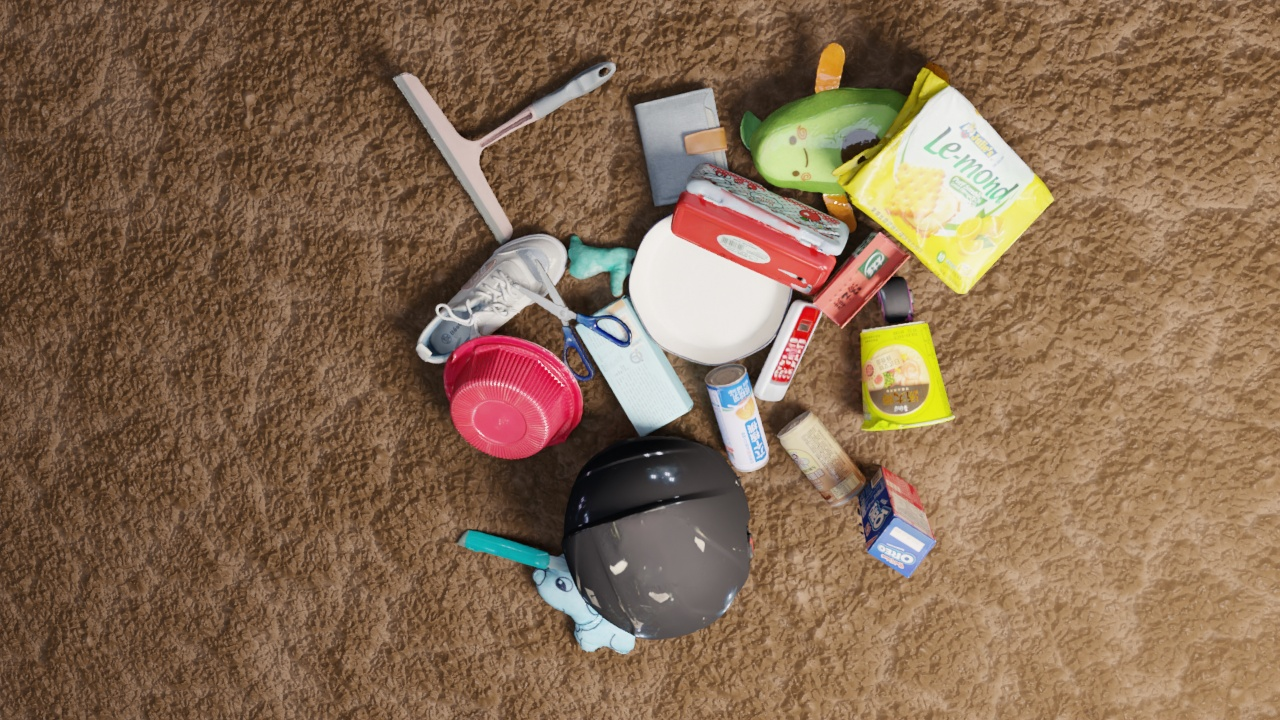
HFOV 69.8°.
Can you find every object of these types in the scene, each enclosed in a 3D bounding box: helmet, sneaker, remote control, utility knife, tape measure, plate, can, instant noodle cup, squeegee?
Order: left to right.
[{"bbox_3d":[-0.202,-0.081,1.205,0.242,0.090,0.089,-39,91,13],"label":"sneaker"},{"bbox_3d":[-0.174,0.061,1.196,0.194,0.065,0.194,6,128,8],"label":"instant noodle cup"},{"bbox_3d":[-0.175,0.267,1.277,0.187,0.013,0.029,10,84,24],"label":"utility knife"},{"bbox_3d":[-0.141,-0.316,1.182,0.250,0.040,0.248,-28,109,9],"label":"squeegee"},{"bbox_3d":[0.020,0.232,1.146,0.234,0.229,0.275,-19,101,15],"label":"helmet"},{"bbox_3d":[0.090,-0.098,1.169,0.205,0.045,0.205,2,98,11],"label":"plate"},{"bbox_3d":[0.124,0.074,1.166,0.053,0.053,0.135,-13,116,12],"label":"can"},{"bbox_3d":[0.187,-0.011,1.160,0.020,0.055,0.136,32,105,38],"label":"remote control"},{"bbox_3d":[0.231,0.125,1.170,0.059,0.058,0.116,-38,90,14],"label":"can"},{"bbox_3d":[0.313,-0.074,1.123,0.039,0.057,0.057,-12,94,12],"label":"tape measure"},{"bbox_3d":[0.316,0.017,1.118,0.112,0.111,0.123,-9,89,12],"label":"instant noodle cup"}]

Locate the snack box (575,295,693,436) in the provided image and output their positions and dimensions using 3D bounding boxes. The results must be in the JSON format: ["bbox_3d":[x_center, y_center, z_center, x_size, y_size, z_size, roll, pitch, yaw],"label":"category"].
[{"bbox_3d":[-0.007,0.007,1.201,0.074,0.051,0.175,-30,91,16],"label":"snack box"}]

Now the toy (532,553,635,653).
[{"bbox_3d":[-0.071,0.329,1.267,0.161,0.049,0.156,2,99,8],"label":"toy"}]

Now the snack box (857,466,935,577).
[{"bbox_3d":[0.300,0.186,1.090,0.058,0.207,0.057,34,103,4],"label":"snack box"}]

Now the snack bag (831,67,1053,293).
[{"bbox_3d":[0.344,-0.196,1.047,0.246,0.068,0.158,33,105,-29],"label":"snack bag"}]

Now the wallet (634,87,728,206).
[{"bbox_3d":[0.056,-0.267,1.153,0.107,0.037,0.130,-10,97,13],"label":"wallet"}]

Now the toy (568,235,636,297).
[{"bbox_3d":[-0.049,-0.124,1.190,0.092,0.030,0.096,-2,63,1],"label":"toy"}]

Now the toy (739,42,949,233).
[{"bbox_3d":[0.245,-0.260,1.088,0.247,0.089,0.227,-7,111,7],"label":"toy"}]

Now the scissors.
[{"bbox_3d":[-0.084,-0.051,1.165,0.163,0.012,0.162,-2,107,9],"label":"scissors"}]

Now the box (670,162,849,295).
[{"bbox_3d":[0.146,-0.169,1.095,0.201,0.095,0.098,25,66,5],"label":"box"}]

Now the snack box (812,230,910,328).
[{"bbox_3d":[0.259,-0.099,1.094,0.044,0.127,0.113,42,103,2],"label":"snack box"}]
